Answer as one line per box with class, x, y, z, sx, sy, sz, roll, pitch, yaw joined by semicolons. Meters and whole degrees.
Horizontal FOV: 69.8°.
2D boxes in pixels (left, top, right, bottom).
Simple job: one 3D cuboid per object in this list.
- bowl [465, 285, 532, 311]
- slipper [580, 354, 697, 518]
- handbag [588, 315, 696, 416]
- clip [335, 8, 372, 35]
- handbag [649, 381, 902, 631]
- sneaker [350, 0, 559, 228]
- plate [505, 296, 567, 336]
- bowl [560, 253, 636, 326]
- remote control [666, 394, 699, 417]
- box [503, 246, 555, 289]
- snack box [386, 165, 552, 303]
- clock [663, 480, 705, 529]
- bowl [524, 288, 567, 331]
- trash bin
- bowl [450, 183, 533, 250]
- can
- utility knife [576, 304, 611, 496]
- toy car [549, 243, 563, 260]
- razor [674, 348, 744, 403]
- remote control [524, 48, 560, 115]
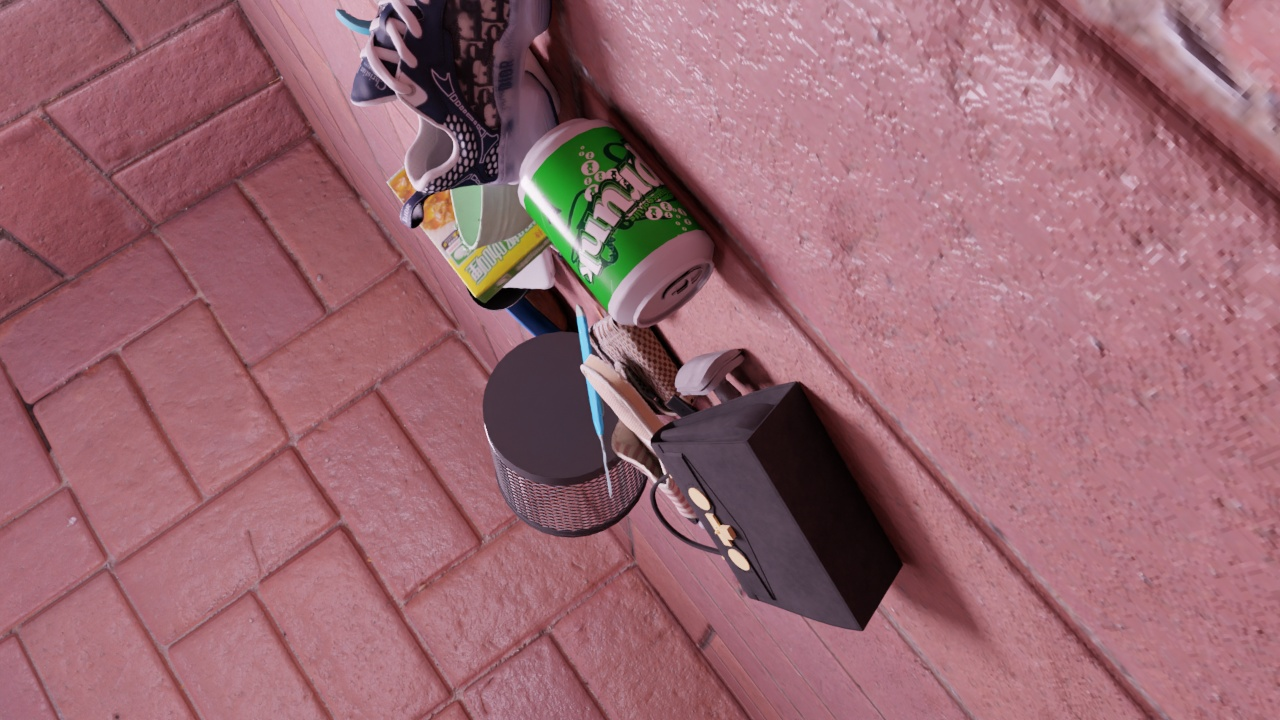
bowl;-0.163;-0.121;1.174;0.124;0.124;0.052;48;-160;28
slipper;0.009;0.098;0.996;0.115;0.052;0.263;32;162;52
handbag;-0.006;0.006;0.992;0.124;0.047;0.186;56;168;-4
clip;-0.228;-0.346;0.881;0.033;0.122;0.120;-179;91;-74
handbag;0.076;0.120;0.740;0.196;0.072;0.176;-13;114;50
sneaker;-0.139;-0.216;0.621;0.103;0.132;0.270;43;152;35
plate;-0.152;-0.068;1.307;0.224;0.024;0.224;43;-177;-3
bowl;-0.030;-0.088;0.843;0.119;0.032;0.119;46;164;17
remote control;0.068;0.064;0.815;0.034;0.013;0.150;39;-178;33
box;-0.150;-0.181;1.037;0.211;0.105;0.129;82;-166;-62
snack box;-0.155;-0.161;0.902;0.168;0.132;0.027;50;-175;18
clock;0.065;0.176;1.217;0.122;0.035;0.094;40;161;49
bowl;-0.133;-0.086;1.263;0.102;0.026;0.114;43;-177;-42
trash bin;-0.095;0.096;1.190;0.217;0.217;0.228;51;165;19
bowl;-0.124;-0.176;0.820;0.151;0.077;0.151;173;90;-70
can;-0.018;-0.098;0.650;0.140;0.087;0.088;51;168;15
utility knife;-0.050;0.044;1.024;0.031;0.015;0.220;166;97;-79
toy car;-0.088;-0.137;0.925;0.113;0.039;0.039;40;161;35
razor;0.087;0.044;0.763;0.116;0.047;0.088;48;169;-7
remote control;-0.106;-0.240;0.740;0.114;0.028;0.060;55;168;0
